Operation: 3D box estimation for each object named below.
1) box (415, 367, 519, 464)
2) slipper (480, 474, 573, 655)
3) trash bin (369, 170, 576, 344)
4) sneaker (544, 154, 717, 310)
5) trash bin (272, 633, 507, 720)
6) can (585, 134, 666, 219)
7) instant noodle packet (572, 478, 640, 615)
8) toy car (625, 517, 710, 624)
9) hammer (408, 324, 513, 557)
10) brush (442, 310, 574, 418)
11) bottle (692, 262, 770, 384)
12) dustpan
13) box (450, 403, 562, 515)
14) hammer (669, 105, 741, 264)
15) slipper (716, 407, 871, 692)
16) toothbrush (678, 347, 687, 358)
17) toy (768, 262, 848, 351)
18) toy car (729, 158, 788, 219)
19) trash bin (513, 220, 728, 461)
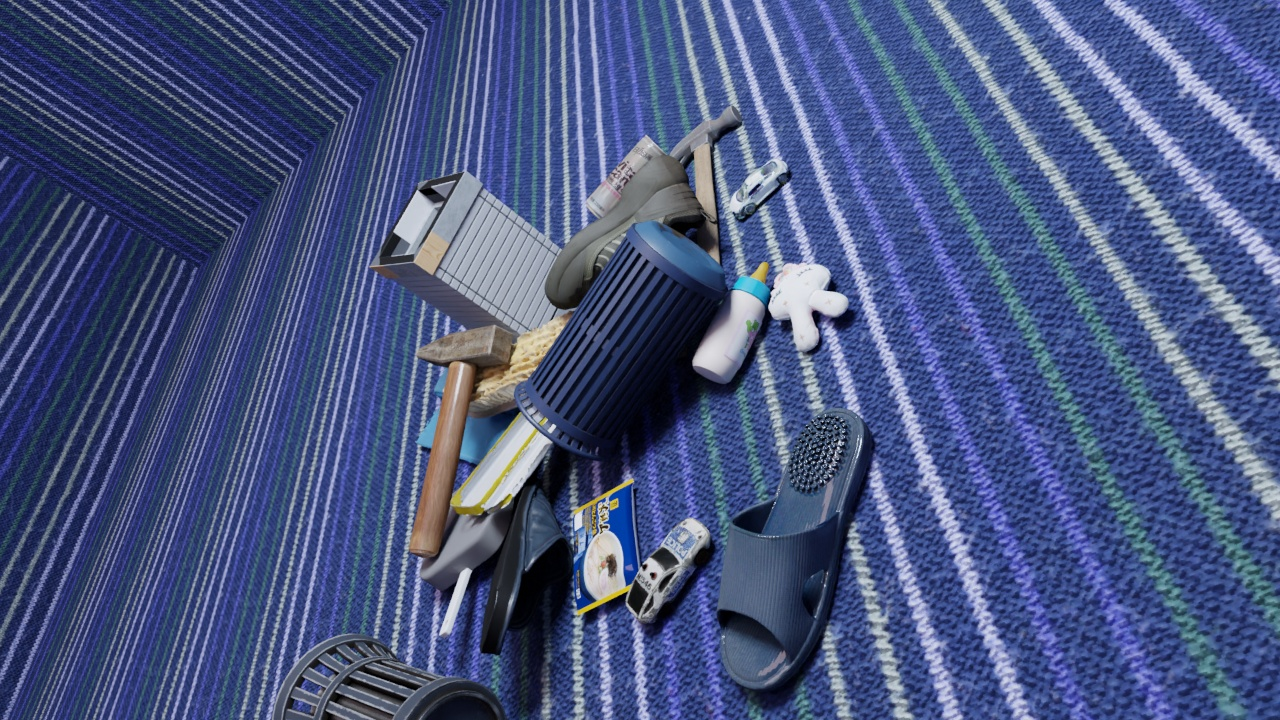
[{"bbox_3d":[-0.246,0.063,1.360,0.232,0.033,0.174,5,66,51],"label":"box"},{"bbox_3d":[-0.117,0.230,1.025,0.265,0.083,0.109,-92,19,-67],"label":"slipper"},{"bbox_3d":[-0.218,-0.127,1.297,0.143,0.247,0.142,4,63,51],"label":"trash bin"},{"bbox_3d":[0.000,-0.123,1.141,0.238,0.101,0.143,-44,77,16],"label":"sneaker"},{"bbox_3d":[-0.262,0.393,0.978,0.228,0.164,0.164,-5,57,44],"label":"trash bin"},{"bbox_3d":[-0.019,-0.264,1.351,0.136,0.054,0.054,-46,35,11],"label":"can"},{"bbox_3d":[-0.037,0.200,0.992,0.087,0.026,0.134,-32,40,24],"label":"instant noodle packet"},{"bbox_3d":[0.025,0.204,0.901,0.113,0.040,0.048,-55,35,-2],"label":"toy car"},{"bbox_3d":[-0.257,0.107,1.198,0.158,0.037,0.300,-8,66,39],"label":"hammer"},{"bbox_3d":[-0.151,0.009,1.220,0.272,0.056,0.083,-21,51,33],"label":"brush"},{"bbox_3d":[0.108,-0.046,1.010,0.051,0.051,0.146,11,69,53],"label":"bottle"},{"bbox_3d":[-0.219,0.233,1.151,0.164,0.033,0.257,-39,23,30],"label":"dustpan"},{"bbox_3d":[-0.145,0.108,1.144,0.130,0.034,0.209,-18,28,47],"label":"box"},{"bbox_3d":[0.088,-0.199,1.200,0.120,0.030,0.330,-28,45,30],"label":"hammer"},{"bbox_3d":[0.120,0.149,0.801,0.101,0.082,0.263,-1,60,52],"label":"slipper"},{"bbox_3d":[-0.007,0.007,1.134,0.167,0.016,0.016,-20,47,39],"label":"toothbrush"},{"bbox_3d":[0.170,-0.069,0.970,0.076,0.037,0.125,-45,36,19],"label":"toy"},{"bbox_3d":[0.144,-0.215,1.138,0.090,0.027,0.038,-42,38,17],"label":"toy car"},{"bbox_3d":[-0.018,-0.026,1.028,0.250,0.139,0.139,-54,33,17],"label":"trash bin"}]
